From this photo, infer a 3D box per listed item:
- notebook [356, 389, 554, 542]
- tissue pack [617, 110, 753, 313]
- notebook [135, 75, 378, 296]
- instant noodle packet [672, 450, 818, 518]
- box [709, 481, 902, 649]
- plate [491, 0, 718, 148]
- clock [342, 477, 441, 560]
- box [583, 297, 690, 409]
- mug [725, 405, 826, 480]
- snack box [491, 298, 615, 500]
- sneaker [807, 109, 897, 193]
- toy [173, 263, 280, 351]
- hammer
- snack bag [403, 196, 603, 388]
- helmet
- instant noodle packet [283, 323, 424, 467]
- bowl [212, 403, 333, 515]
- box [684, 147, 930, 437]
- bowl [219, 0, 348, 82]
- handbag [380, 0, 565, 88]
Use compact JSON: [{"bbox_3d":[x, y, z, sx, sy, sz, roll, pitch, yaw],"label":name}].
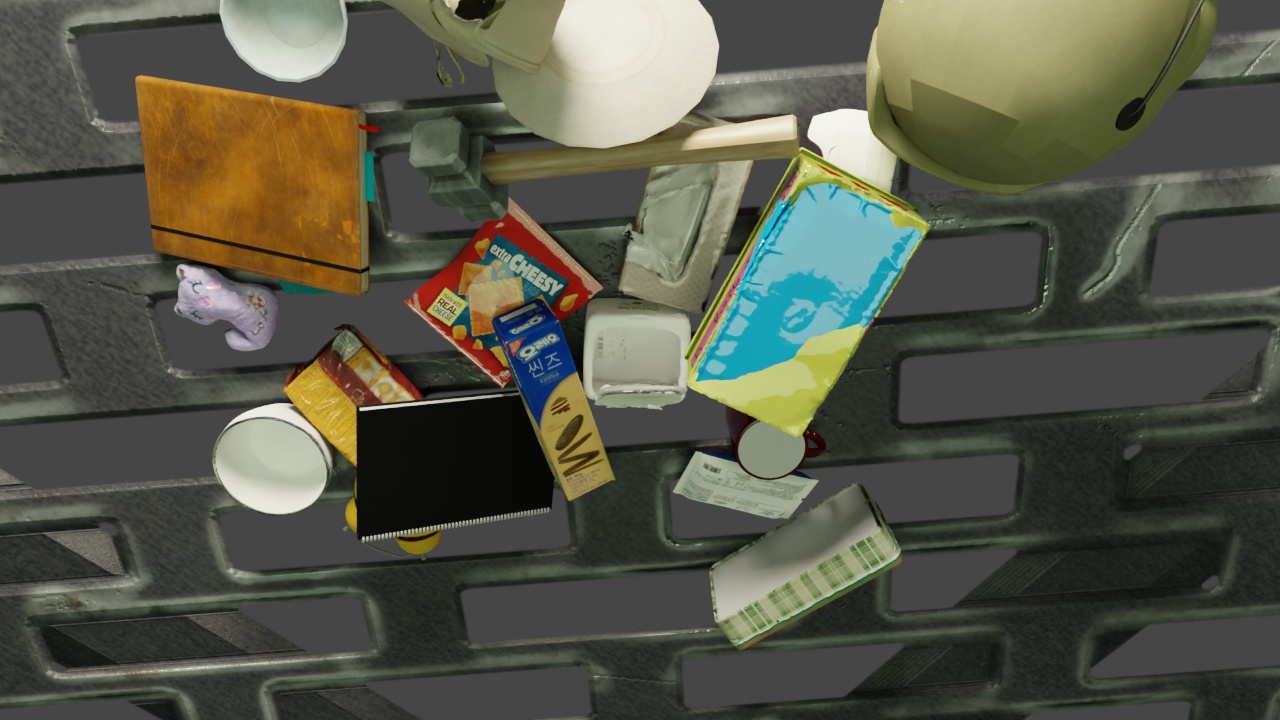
[{"bbox_3d":[-0.183,0.105,0.937,0.206,0.016,0.149,-5,116,-27],"label":"notebook"},{"bbox_3d":[0.038,-0.137,0.859,0.104,0.071,0.182,14,116,-8],"label":"tissue pack"},{"bbox_3d":[-0.341,-0.147,0.823,0.249,0.014,0.179,13,114,16],"label":"notebook"},{"bbox_3d":[0.111,0.135,0.980,0.134,0.026,0.087,14,141,-7],"label":"instant noodle packet"},{"bbox_3d":[0.172,0.219,0.988,0.206,0.117,0.050,-33,105,10],"label":"box"},{"bbox_3d":[-0.031,-0.260,0.754,0.189,0.188,0.027,-8,156,2],"label":"plate"},{"bbox_3d":[-0.251,0.144,0.980,0.113,0.052,0.152,23,107,-11],"label":"clock"},{"bbox_3d":[-0.004,0.008,0.885,0.110,0.130,0.103,4,112,-1],"label":"box"},{"bbox_3d":[0.143,0.076,0.941,0.105,0.082,0.073,19,111,-9],"label":"mug"},{"bbox_3d":[-0.084,0.042,0.910,0.056,0.057,0.207,-24,124,-11],"label":"snack box"},{"bbox_3d":[0.173,-0.117,0.864,0.104,0.090,0.237,10,119,12],"label":"sneaker"},{"bbox_3d":[-0.407,-0.050,0.900,0.099,0.036,0.080,15,116,-9],"label":"toy"},{"bbox_3d":[-0.030,-0.173,0.780,0.323,0.117,0.051,-3,74,14],"label":"hammer"},{"bbox_3d":[-0.133,-0.065,0.897,0.144,0.039,0.131,-45,107,7],"label":"snack bag"},{"bbox_3d":[0.285,-0.248,0.700,0.250,0.255,0.233,21,108,-9],"label":"helmet"},{"bbox_3d":[-0.284,0.037,0.920,0.098,0.039,0.135,-43,92,2],"label":"instant noodle packet"},{"bbox_3d":[-0.371,0.095,0.947,0.116,0.065,0.116,0,113,-1],"label":"bowl"},{"bbox_3d":[0.139,-0.057,0.798,0.124,0.082,0.221,23,110,-6],"label":"box"},{"bbox_3d":[-0.302,-0.298,0.794,0.106,0.039,0.106,0,113,-1],"label":"bowl"},{"bbox_3d":[-0.161,-0.272,0.697,0.229,0.183,0.132,31,112,27],"label":"handbag"}]
